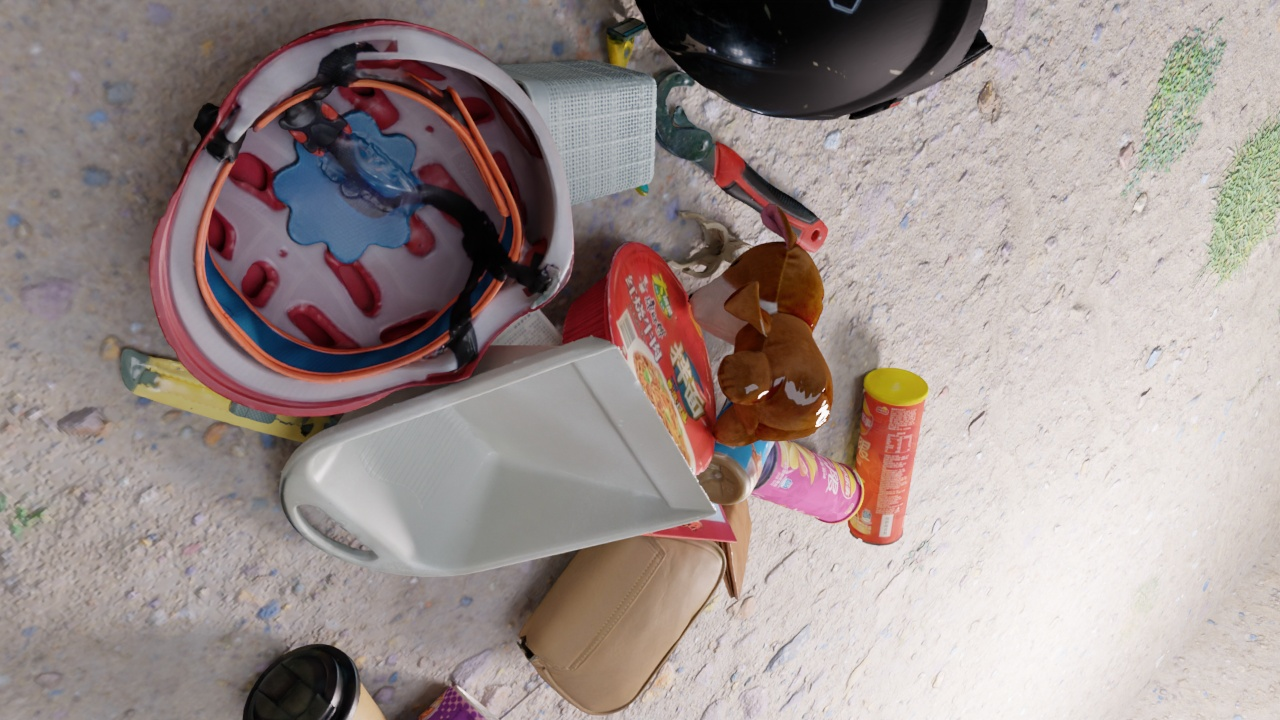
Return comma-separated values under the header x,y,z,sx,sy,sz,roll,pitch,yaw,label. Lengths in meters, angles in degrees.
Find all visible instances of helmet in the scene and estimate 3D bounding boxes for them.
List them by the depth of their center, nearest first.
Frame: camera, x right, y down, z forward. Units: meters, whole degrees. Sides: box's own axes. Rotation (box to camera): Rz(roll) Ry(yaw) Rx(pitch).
x,y,z,sx,sy,sz,roll,pitch,yaw,label
-0.167,-0.091,0.553,0.240,0.144,0.207,-37,125,4,helmet
0.109,-0.271,0.594,0.230,0.274,0.233,-21,116,3,helmet

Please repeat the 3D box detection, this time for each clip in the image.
x,y,z,sx,sy,sz,roll,pitch,yaw,label
0.067,-0.110,0.807,0.103,0.035,0.092,-23,127,-34,clip

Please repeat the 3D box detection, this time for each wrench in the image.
x,y,z,sx,sy,sz,roll,pitch,yaw,label
0.093,-0.162,0.812,0.273,0.016,0.056,31,93,-44,wrench

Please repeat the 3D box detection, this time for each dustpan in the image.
x,y,z,sx,sy,sz,roll,pitch,yaw,label
-0.114,0.094,0.655,0.142,0.258,0.223,-64,145,-28,dustpan

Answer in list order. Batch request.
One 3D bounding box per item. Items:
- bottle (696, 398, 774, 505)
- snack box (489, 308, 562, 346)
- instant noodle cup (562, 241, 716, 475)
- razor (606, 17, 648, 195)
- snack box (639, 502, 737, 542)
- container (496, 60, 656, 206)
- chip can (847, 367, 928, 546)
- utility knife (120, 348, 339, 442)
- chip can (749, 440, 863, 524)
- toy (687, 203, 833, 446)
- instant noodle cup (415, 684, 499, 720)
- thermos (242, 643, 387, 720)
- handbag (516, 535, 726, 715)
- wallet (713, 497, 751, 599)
x,y,z,sx,sy,sz,roll,pitch,yaw,label
0.111,0.045,0.866,0.218,0.065,0.065,-51,142,-46,bottle
-0.097,0.004,0.725,0.084,0.027,0.157,-41,130,-3,snack box
-0.004,0.004,0.740,0.066,0.193,0.194,-15,138,22,instant noodle cup
-0.008,-0.190,0.704,0.043,0.028,0.133,-52,143,-51,razor
0.015,0.114,0.821,0.113,0.127,0.044,15,133,-43,snack box
-0.053,-0.162,0.643,0.111,0.090,0.090,-20,125,-34,container
0.292,0.118,1.090,0.073,0.073,0.217,-20,125,-30,chip can
-0.261,0.034,0.634,0.196,0.020,0.031,26,97,-50,utility knife
0.163,0.124,0.974,0.210,0.071,0.071,25,96,-50,chip can
0.101,-0.026,0.773,0.140,0.130,0.199,92,10,-58,toy
-0.171,0.358,0.827,0.099,0.112,0.111,-50,135,-20,instant noodle cup
-0.249,0.294,0.737,0.093,0.093,0.143,-37,139,-18,thermos
-0.021,0.231,0.884,0.204,0.100,0.147,-52,127,-4,handbag
0.099,0.179,0.966,0.101,0.020,0.115,-70,154,-45,wallet
